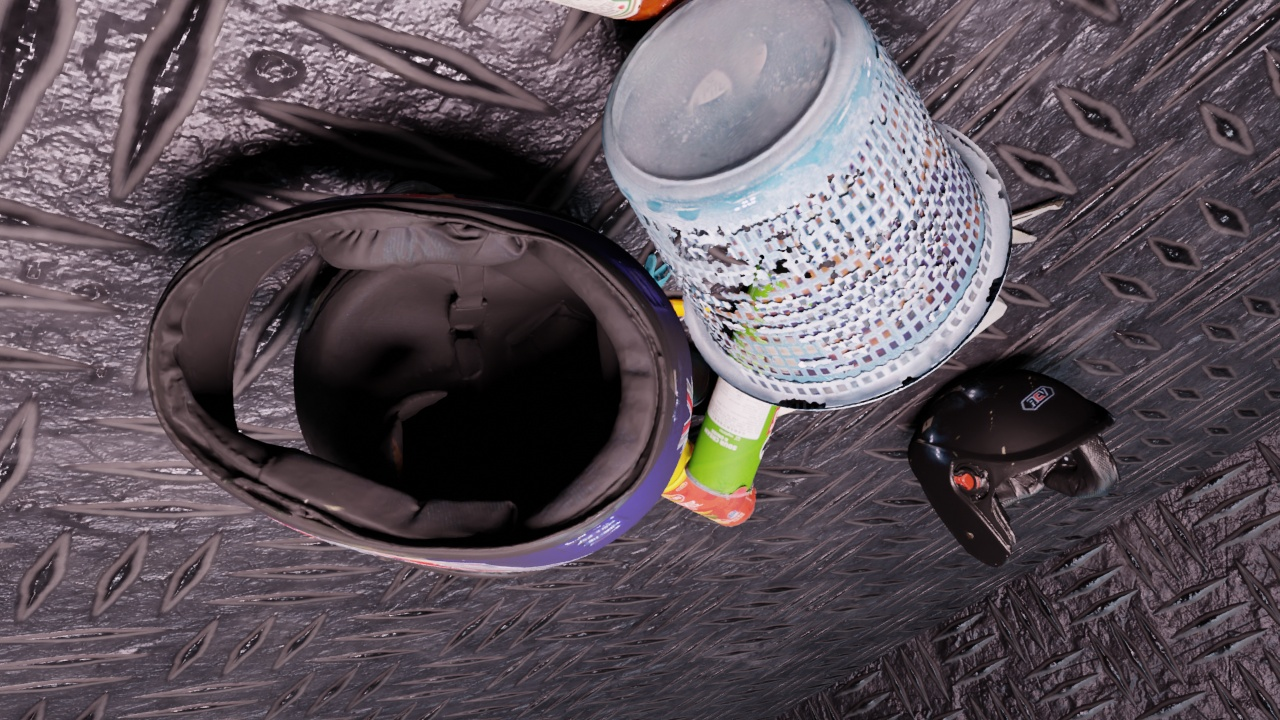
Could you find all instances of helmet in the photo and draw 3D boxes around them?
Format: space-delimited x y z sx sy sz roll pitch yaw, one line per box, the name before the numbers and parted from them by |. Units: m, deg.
helmet | -0.126 0.014 0.611 0.315 0.247 0.240 9 177 -9
helmet | 0.484 0.121 1.210 0.233 0.230 0.275 -26 154 -24

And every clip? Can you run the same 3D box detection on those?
clip | 0.012 -0.073 0.809 0.038 0.013 0.056 -2 142 -30

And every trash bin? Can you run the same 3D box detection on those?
trash bin | 0.087 -0.109 0.547 0.227 0.226 0.195 -32 143 14

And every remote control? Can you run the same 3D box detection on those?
remote control | 0.379 -0.034 1.100 0.049 0.024 0.125 13 135 -44

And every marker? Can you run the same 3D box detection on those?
marker | 0.010 -0.050 0.844 0.123 0.015 0.018 1 149 -30

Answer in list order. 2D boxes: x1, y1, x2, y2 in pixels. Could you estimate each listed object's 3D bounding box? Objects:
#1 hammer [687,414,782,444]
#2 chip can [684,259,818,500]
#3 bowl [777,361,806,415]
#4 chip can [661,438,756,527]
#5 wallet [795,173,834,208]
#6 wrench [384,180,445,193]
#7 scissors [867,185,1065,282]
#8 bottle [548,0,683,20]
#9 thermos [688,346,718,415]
hammer | 0.049 0.104 1.091 0.323 0.032 0.126 -25 150 4
chip can | 0.109 0.019 0.878 0.072 0.072 0.236 -1 121 -32
bowl | 0.149 0.005 0.972 0.113 0.062 0.114 -16 150 -10
chip can | 0.065 0.138 1.054 0.073 0.073 0.216 -31 150 13
wallet | 0.133 -0.170 0.724 0.125 0.032 0.101 -41 147 29
wrench | -0.157 -0.045 0.740 0.056 0.016 0.274 -13 148 -9
scissors | 0.326 -0.129 0.925 0.189 0.015 0.226 -37 146 23
bottle | 0.008 -0.225 0.529 0.205 0.059 0.060 -2 143 -37
thermos | -0.005 0.005 0.864 0.090 0.068 0.242 -12 160 27
